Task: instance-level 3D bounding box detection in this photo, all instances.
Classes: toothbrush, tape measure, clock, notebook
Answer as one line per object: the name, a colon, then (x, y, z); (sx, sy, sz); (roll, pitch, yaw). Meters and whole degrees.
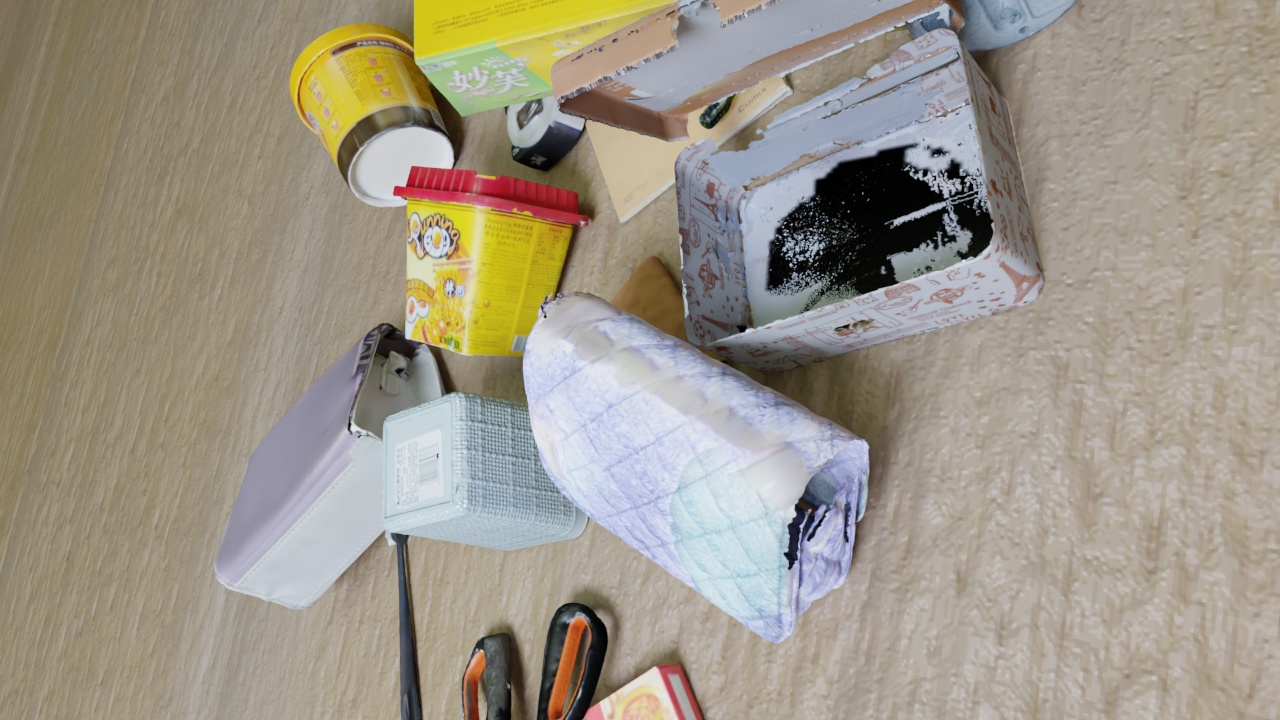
toothbrush: (-0.180, 0.203, 0.697); (0.018, 0.015, 0.181); (-31, 59, 35)
tape measure: (-0.073, -0.189, 0.702); (0.066, 0.033, 0.065); (-34, 60, 39)
clock: (0.174, -0.206, 0.483); (0.122, 0.082, 0.055); (-19, 62, 33)
toothbrush: (0.101, -0.219, 0.574); (0.012, 0.017, 0.186); (43, 100, 6)
notebook: (0.011, -0.222, 0.665); (0.150, 0.012, 0.211); (-35, 58, 28)

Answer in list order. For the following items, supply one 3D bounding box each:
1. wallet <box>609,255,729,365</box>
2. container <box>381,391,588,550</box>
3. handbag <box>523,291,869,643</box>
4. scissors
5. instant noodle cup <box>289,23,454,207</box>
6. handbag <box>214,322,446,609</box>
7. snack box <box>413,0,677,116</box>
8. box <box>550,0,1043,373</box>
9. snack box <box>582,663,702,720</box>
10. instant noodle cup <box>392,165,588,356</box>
wallet: (-0.004, 0.004, 0.609); (0.115, 0.020, 0.101); (-48, 52, 22)
container: (-0.106, 0.074, 0.610); (0.090, 0.111, 0.090); (-18, 67, 34)
handbag: (0.025, 0.052, 0.497); (0.194, 0.134, 0.075); (30, 53, 33)
scissors: (-0.072, 0.247, 0.552); (0.211, 0.021, 0.221); (-52, 34, 7)
instant noodle cup: (-0.223, -0.204, 0.785); (0.119, 0.118, 0.114); (-42, 63, 22)
handbag: (-0.237, 0.082, 0.723); (0.197, 0.098, 0.144); (-43, 39, 23)
snack box: (-0.046, -0.270, 0.622); (0.210, 0.070, 0.157); (-9, 72, 14)
box: (0.078, -0.102, 0.458); (0.184, 0.193, 0.156); (-18, 68, 35)
snack box: (-0.023, 0.251, 0.550); (0.153, 0.025, 0.075); (-40, 57, 24)
instant noodle cup: (-0.113, -0.069, 0.664); (0.116, 0.115, 0.124); (14, 98, 40)
